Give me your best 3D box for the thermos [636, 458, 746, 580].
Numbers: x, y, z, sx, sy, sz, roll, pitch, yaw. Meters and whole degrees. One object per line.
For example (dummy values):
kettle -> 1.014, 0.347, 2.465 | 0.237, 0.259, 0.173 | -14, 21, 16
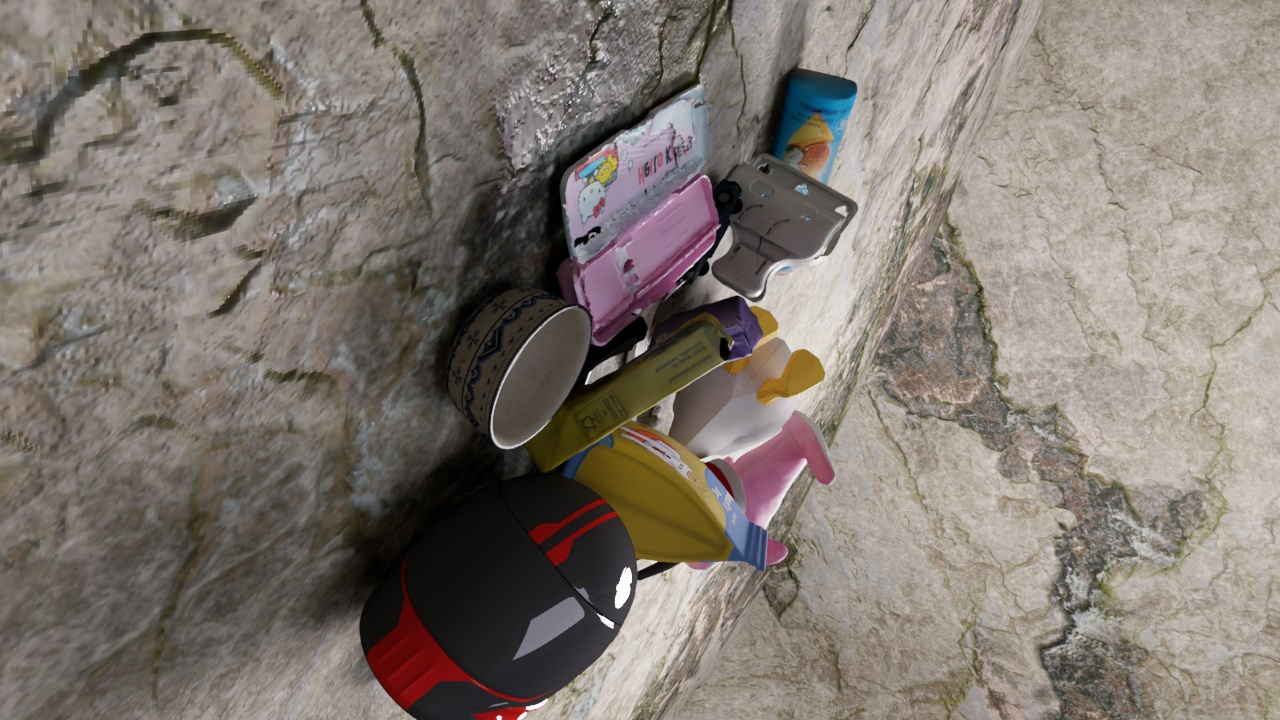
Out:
thermos -> 0.022, 0.192, 1.061 | 0.198, 0.084, 0.108 | -19, 107, -24

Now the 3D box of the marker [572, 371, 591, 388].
marker -> -0.046, -0.014, 0.822 | 0.022, 0.016, 0.139 | -1, 121, -41

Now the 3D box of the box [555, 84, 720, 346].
box -> 0.000, -0.119, 0.737 | 0.200, 0.045, 0.155 | -44, 134, -42

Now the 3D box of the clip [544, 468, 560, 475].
clip -> -0.099, 0.130, 0.882 | 0.074, 0.035, 0.023 | -43, 154, -54

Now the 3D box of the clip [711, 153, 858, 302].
clip -> 0.130, -0.133, 0.928 | 0.151, 0.126, 0.092 | -53, 159, -8

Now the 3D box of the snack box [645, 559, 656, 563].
snack box -> 0.013, 0.204, 1.220 | 0.110, 0.062, 0.230 | -58, 161, -10

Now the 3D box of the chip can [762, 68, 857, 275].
chip can -> 0.172, -0.204, 1.008 | 0.079, 0.080, 0.230 | -44, 156, -40

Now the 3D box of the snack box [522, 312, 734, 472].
snack box -> -0.008, 0.019, 0.763 | 0.181, 0.045, 0.121 | -32, -177, 11

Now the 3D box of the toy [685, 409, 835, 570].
toy -> 0.126, 0.172, 1.189 | 0.127, 0.186, 0.266 | 25, 113, -39

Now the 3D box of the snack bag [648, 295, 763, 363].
snack bag -> 0.067, -0.026, 0.928 | 0.205, 0.096, 0.058 | -32, 104, -77

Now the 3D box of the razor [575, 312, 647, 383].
razor -> -0.061, -0.002, 0.745 | 0.155, 0.057, 0.060 | -37, 166, -45

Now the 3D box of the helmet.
helmet -> -0.089, 0.173, 0.726 | 0.170, 0.164, 0.264 | -43, 168, 5

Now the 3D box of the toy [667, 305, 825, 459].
toy -> 0.118, 0.039, 1.149 | 0.246, 0.141, 0.268 | -44, 176, -26

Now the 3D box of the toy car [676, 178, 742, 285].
toy car -> 0.063, -0.126, 0.903 | 0.112, 0.034, 0.046 | -62, 161, 8

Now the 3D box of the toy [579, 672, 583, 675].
toy -> -0.129, 0.283, 0.943 | 0.108, 0.134, 0.106 | -22, 170, -20

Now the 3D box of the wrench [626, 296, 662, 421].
wrench -> -0.006, 0.006, 0.952 | 0.066, 0.018, 0.274 | -46, 158, -36

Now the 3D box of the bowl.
bowl -> -0.092, -0.001, 0.651 | 0.115, 0.059, 0.116 | -50, 159, -28

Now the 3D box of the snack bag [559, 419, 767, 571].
snack bag -> 0.030, 0.141, 0.905 | 0.159, 0.205, 0.102 | -16, 130, -81
